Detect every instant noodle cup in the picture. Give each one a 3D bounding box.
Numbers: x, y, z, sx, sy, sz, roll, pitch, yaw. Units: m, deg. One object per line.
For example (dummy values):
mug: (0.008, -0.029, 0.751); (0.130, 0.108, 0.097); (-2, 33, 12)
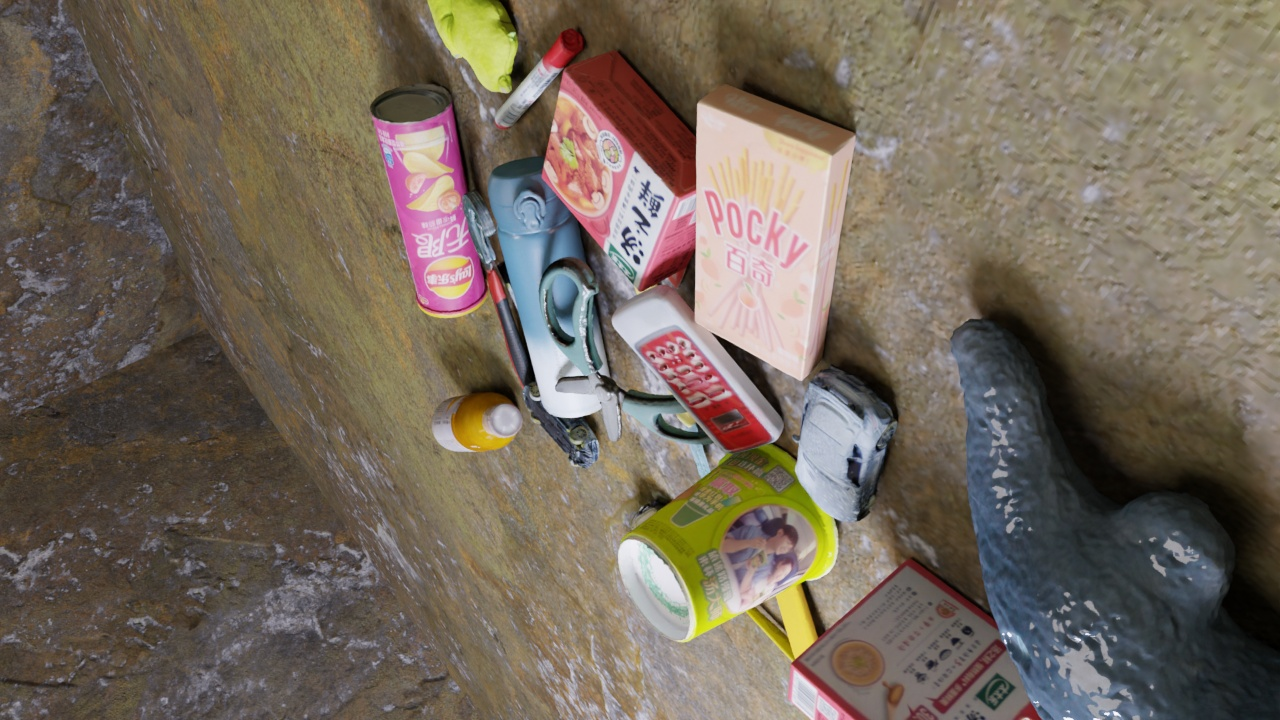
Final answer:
instant noodle cup: (0.054, 0.129, 0.636); (0.112, 0.123, 0.112); (35, 137, 40)

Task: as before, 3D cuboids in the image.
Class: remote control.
remote control: (0.039, 0.009, 0.616); (0.056, 0.020, 0.136); (-23, 115, 45)

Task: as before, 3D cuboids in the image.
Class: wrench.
wrench: (-0.129, -0.050, 0.868); (0.056, 0.016, 0.274); (53, 161, 38)

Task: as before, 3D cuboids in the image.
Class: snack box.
snack box: (0.070, -0.068, 0.517); (0.084, 0.026, 0.157); (31, 144, 30)
snack box: (-0.011, -0.112, 0.595); (0.113, 0.044, 0.127); (50, 152, 16)
snack box: (0.170, 0.193, 0.531); (0.127, 0.113, 0.044); (36, 144, 38)

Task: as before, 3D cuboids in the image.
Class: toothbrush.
toothbrush: (0.114, 0.227, 0.768); (0.190, 0.015, 0.017); (42, 142, 30)

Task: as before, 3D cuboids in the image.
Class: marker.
marker: (-0.103, -0.037, 0.865); (0.124, 0.015, 0.018); (63, 160, -2)
marker: (-0.076, -0.195, 0.650); (0.017, 0.017, 0.145); (62, 153, -6)

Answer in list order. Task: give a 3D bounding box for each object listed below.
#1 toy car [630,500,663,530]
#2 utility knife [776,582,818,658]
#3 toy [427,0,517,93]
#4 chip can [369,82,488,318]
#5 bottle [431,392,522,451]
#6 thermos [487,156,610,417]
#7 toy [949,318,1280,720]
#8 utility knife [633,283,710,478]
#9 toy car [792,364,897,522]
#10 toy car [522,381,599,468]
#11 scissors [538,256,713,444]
toy car: (0.016, 0.193, 0.874); (0.070, 0.042, 0.158); (41, 146, 30)
utility knife: (0.121, 0.190, 0.710); (0.033, 0.015, 0.216); (-2, 109, 52)
toy: (-0.123, -0.243, 0.666); (0.100, 0.031, 0.097); (22, 134, 50)
chip can: (-0.189, -0.140, 0.839); (0.071, 0.071, 0.211); (39, 147, 34)
bottle: (-0.186, 0.071, 1.055); (0.190, 0.067, 0.068); (-10, 109, 62)
thermos: (-0.071, -0.055, 0.732); (0.070, 0.070, 0.221); (31, 143, 42)
toy: (0.244, 0.138, 0.392); (0.356, 0.091, 0.138); (45, 123, 22)
utility knife: (0.022, 0.007, 0.692); (0.031, 0.021, 0.204); (18, 126, 57)
toy car: (0.120, 0.055, 0.560); (0.054, 0.036, 0.121); (39, 150, 33)
toy car: (-0.077, 0.060, 0.899); (0.105, 0.031, 0.049); (44, 149, 24)
scissors: (-0.005, 0.003, 0.680); (0.170, 0.019, 0.171); (12, 130, 29)
